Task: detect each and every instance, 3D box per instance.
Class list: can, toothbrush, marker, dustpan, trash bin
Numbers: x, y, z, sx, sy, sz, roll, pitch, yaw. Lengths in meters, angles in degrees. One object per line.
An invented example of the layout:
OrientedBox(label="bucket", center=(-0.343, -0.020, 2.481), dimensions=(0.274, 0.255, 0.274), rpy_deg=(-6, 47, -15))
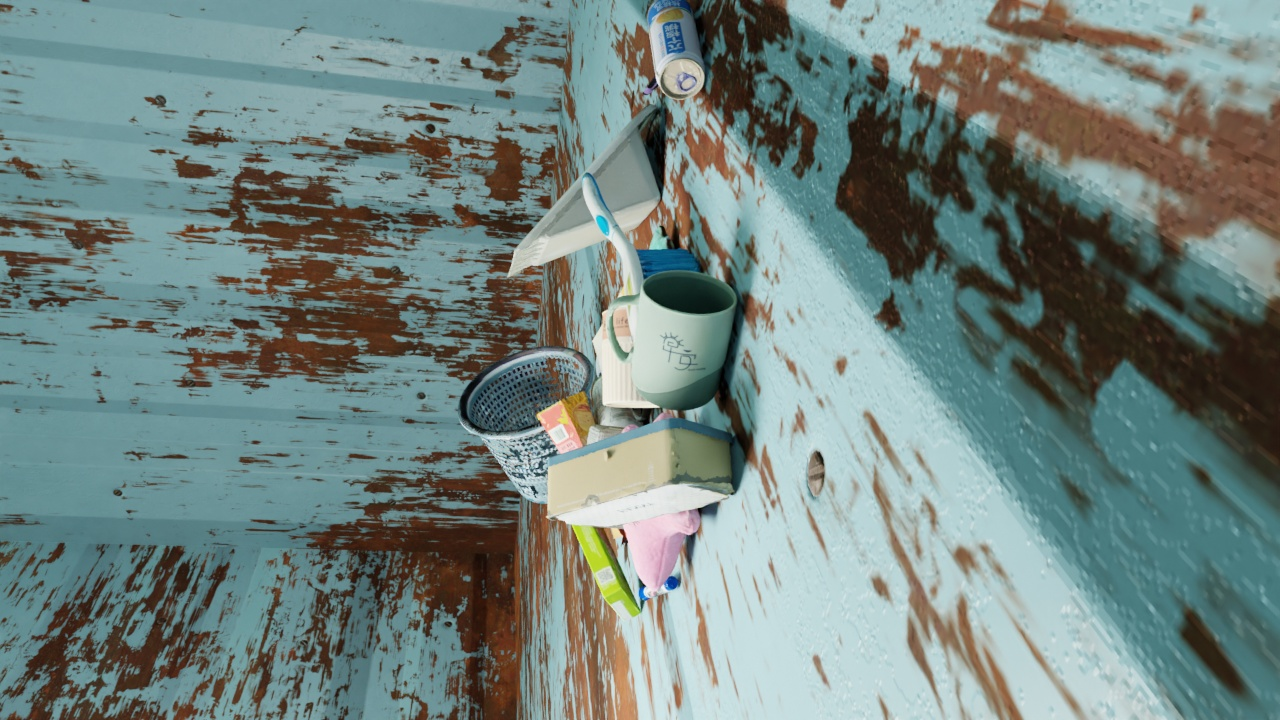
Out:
OrientedBox(label="can", center=(-0.030, 0.070, 1.228), dimensions=(0.146, 0.058, 0.058), rpy_deg=(-108, 24, -64))
OrientedBox(label="toothbrush", center=(0.023, -0.375, 1.217), dimensions=(0.189, 0.014, 0.017), rpy_deg=(-154, 76, -79))
OrientedBox(label="marker", center=(0.019, 0.252, 1.013), dimensions=(0.146, 0.017, 0.016), rpy_deg=(122, 150, -69))
OrientedBox(label="can", center=(0.039, -0.345, 1.009), dimensions=(0.053, 0.053, 0.134), rpy_deg=(105, 165, -47))
OrientedBox(label="dustpan", center=(-0.077, -0.234, 1.230), dimensions=(0.223, 0.257, 0.142), rpy_deg=(162, 88, -79))
OrientedBox(label="trash bin", center=(-0.160, 0.118, 1.509), dimensions=(0.226, 0.226, 0.195), rpy_deg=(-101, -5, -55))

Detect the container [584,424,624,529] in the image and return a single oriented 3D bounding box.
OrientedBox(label="container", center=(-0.025, 0.138, 1.102), dimensions=(0.090, 0.090, 0.114), rpy_deg=(-179, 96, -79))

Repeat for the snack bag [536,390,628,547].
OrientedBox(label="snack bag", center=(-0.064, 0.147, 1.219), dimensions=(0.208, 0.073, 0.129), rpy_deg=(65, 171, 2))

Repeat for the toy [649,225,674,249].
OrientedBox(label="toy", center=(0.024, -0.110, 1.080), dimensions=(0.096, 0.030, 0.092), rpy_deg=(-119, 31, -62))

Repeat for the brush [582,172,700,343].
OrientedBox(label="brush", center=(-0.001, -0.118, 0.998), dimensions=(0.313, 0.109, 0.061), rpy_deg=(-98, 13, -48))

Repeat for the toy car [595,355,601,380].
OrientedBox(label="toy car", center=(-0.046, -0.001, 1.408), dimensions=(0.121, 0.036, 0.054), rpy_deg=(119, 153, -61))

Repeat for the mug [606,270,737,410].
OrientedBox(label="mug", center=(0.023, -0.018, 0.823), dimensions=(0.082, 0.112, 0.106), rpy_deg=(-76, -5, -56))

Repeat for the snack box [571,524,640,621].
OrientedBox(label="snack box", center=(-0.050, 0.243, 1.152), dimensions=(0.156, 0.026, 0.086), rpy_deg=(60, 178, 40))

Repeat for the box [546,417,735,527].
OrientedBox(label="box", center=(0.001, 0.101, 0.804), dimensions=(0.185, 0.089, 0.060), rpy_deg=(-23, 60, 38))

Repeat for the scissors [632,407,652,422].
OrientedBox(label="scissors", center=(-0.007, 0.016, 1.154), dimensions=(0.177, 0.014, 0.160), rpy_deg=(-98, 28, -41))

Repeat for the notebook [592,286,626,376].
OrientedBox(label="notebook", center=(-0.017, -0.044, 1.201), dimensions=(0.146, 0.010, 0.206), rpy_deg=(-60, 19, 18))

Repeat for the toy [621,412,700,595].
OrientedBox(label="toy", center=(0.016, 0.144, 0.914), dimensions=(0.195, 0.074, 0.178), rpy_deg=(157, 111, -72))

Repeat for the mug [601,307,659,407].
OrientedBox(label="mug", center=(-0.008, 0.000, 1.057), dimensions=(0.115, 0.081, 0.106), rpy_deg=(158, 114, -70))
